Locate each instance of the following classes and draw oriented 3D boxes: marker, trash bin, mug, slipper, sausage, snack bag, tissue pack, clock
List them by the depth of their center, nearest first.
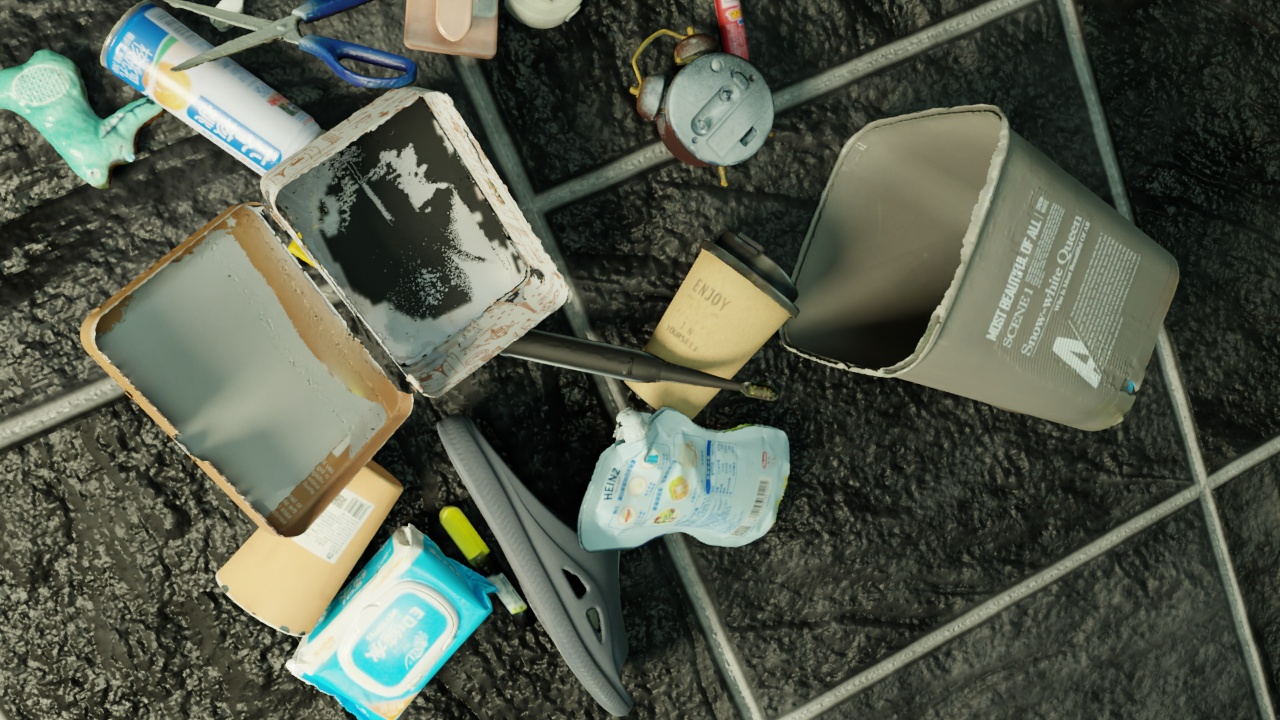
[{"bbox_3d":[-0.231,0.124,0.657,0.078,0.078,0.122,38,82,-16],"label":"mug"},{"bbox_3d":[-0.182,0.199,0.683,0.090,0.063,0.140,43,85,-16],"label":"tissue pack"},{"bbox_3d":[-0.057,0.146,0.688,0.083,0.111,0.268,-31,100,-12],"label":"slipper"},{"bbox_3d":[0.046,-0.197,0.696,0.122,0.055,0.082,43,86,-15],"label":"clock"},{"bbox_3d":[0.037,0.094,0.701,0.190,0.039,0.110,12,106,-41],"label":"snack bag"},{"bbox_3d":[0.263,-0.056,0.706,0.219,0.199,0.199,20,91,-22],"label":"trash bin"},{"bbox_3d":[0.063,-0.295,0.706,0.020,0.020,0.156,-15,101,-13],"label":"sausage"},{"bbox_3d":[-0.119,0.164,0.721,0.018,0.015,0.124,-39,108,-24],"label":"marker"}]

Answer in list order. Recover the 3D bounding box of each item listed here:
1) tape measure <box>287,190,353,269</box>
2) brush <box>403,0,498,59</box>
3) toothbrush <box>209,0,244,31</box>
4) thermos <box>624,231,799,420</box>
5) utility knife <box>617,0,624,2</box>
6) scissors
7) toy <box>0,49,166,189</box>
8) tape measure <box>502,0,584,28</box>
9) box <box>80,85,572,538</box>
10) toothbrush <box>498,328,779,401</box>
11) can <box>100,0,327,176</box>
[{"bbox_3d":[-0.213,-0.088,0.656,0.057,0.029,0.060,34,90,-16],"label":"tape measure"},{"bbox_3d":[-0.126,-0.286,0.631,0.063,0.073,0.145,4,94,-14],"label":"brush"},{"bbox_3d":[-0.233,-0.295,0.633,0.016,0.016,0.180,40,84,-13],"label":"toothbrush"},{"bbox_3d":[0.053,-0.023,0.707,0.093,0.093,0.143,36,94,-16],"label":"thermos"},{"bbox_3d":[-0.026,-0.343,0.675,0.033,0.015,0.154,-4,100,17],"label":"utility knife"},{"bbox_3d":[-0.221,-0.218,0.600,0.176,0.012,0.162,23,53,5],"label":"scissors"},{"bbox_3d":[-0.371,-0.162,0.607,0.096,0.030,0.092,-39,110,-15],"label":"toy"},{"bbox_3d":[-0.070,-0.278,0.666,0.065,0.033,0.066,6,95,-14],"label":"tape measure"},{"bbox_3d":[-0.190,-0.039,0.594,0.271,0.107,0.178,-46,123,-23],"label":"box"},{"bbox_3d":[-0.004,0.004,0.670,0.213,0.027,0.026,12,90,15],"label":"toothbrush"},{"bbox_3d":[-0.282,-0.175,0.614,0.134,0.053,0.053,36,87,-16],"label":"can"}]
